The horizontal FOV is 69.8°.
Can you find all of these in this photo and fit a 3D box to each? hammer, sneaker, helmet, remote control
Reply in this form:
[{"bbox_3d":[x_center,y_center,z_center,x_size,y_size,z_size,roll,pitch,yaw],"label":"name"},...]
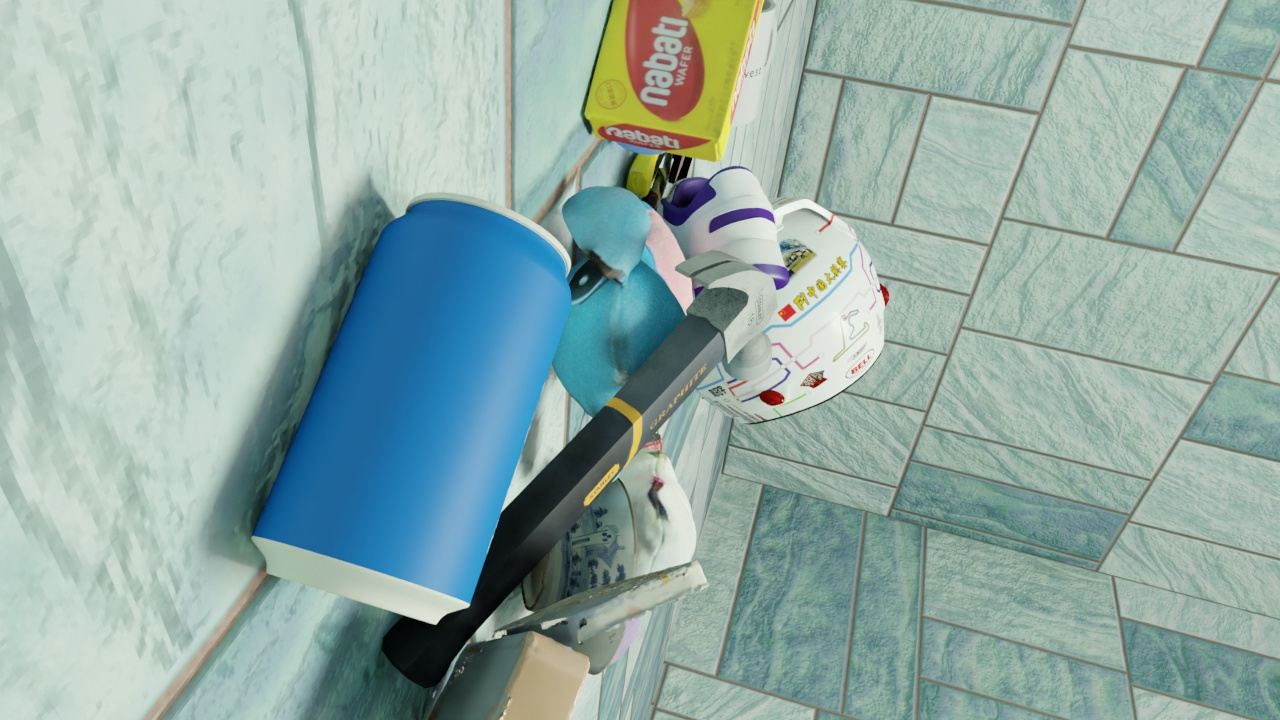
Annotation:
[{"bbox_3d":[-0.023,0.058,0.533,0.311,0.035,0.139,-47,151,-21],"label":"hammer"},{"bbox_3d":[0.039,-0.095,0.792,0.245,0.091,0.111,162,-79,-66],"label":"sneaker"},{"bbox_3d":[0.133,-0.063,1.033,0.230,0.236,0.315,-42,-177,-12],"label":"helmet"},{"bbox_3d":[0.053,-0.242,0.894,0.045,0.021,0.141,-80,-175,-68],"label":"remote control"}]

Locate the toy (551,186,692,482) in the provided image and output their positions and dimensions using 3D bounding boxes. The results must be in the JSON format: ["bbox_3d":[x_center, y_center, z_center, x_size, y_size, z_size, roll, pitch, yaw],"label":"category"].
[{"bbox_3d":[-0.009,-0.020,0.653,0.191,0.099,0.224,-66,158,-64],"label":"toy"}]

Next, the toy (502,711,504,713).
[{"bbox_3d":[-0.100,0.223,0.628,0.102,0.050,0.066,-36,169,-19],"label":"toy"}]

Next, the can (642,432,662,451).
[{"bbox_3d":[-0.010,0.132,0.885,0.066,0.067,0.124,-39,127,-75],"label":"can"}]

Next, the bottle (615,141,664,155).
[{"bbox_3d":[0.016,-0.218,0.668,0.048,0.048,0.131,68,37,-74],"label":"bottle"}]

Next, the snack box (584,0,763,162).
[{"bbox_3d":[0.033,-0.238,0.605,0.042,0.092,0.200,41,63,-80],"label":"snack box"}]

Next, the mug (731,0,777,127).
[{"bbox_3d":[0.081,-0.273,0.813,0.119,0.083,0.097,-30,140,-38],"label":"mug"}]

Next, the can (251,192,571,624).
[{"bbox_3d":[-0.081,0.018,0.344,0.079,0.079,0.146,78,27,-69],"label":"can"}]

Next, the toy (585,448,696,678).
[{"bbox_3d":[-0.015,0.178,0.787,0.137,0.085,0.210,-93,-157,-53],"label":"toy"}]

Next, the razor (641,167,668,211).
[{"bbox_3d":[-0.005,-0.111,0.781,0.143,0.021,0.044,-68,179,-46],"label":"razor"}]

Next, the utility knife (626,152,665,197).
[{"bbox_3d":[0.024,-0.212,0.828,0.233,0.020,0.029,-70,172,-49],"label":"utility knife"}]

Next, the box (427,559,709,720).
[{"bbox_3d":[-0.055,0.167,0.503,0.156,0.071,0.217,-33,175,-25],"label":"box"}]

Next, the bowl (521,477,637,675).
[{"bbox_3d":[-0.055,0.158,0.698,0.151,0.056,0.150,-171,-89,-70],"label":"bowl"}]
